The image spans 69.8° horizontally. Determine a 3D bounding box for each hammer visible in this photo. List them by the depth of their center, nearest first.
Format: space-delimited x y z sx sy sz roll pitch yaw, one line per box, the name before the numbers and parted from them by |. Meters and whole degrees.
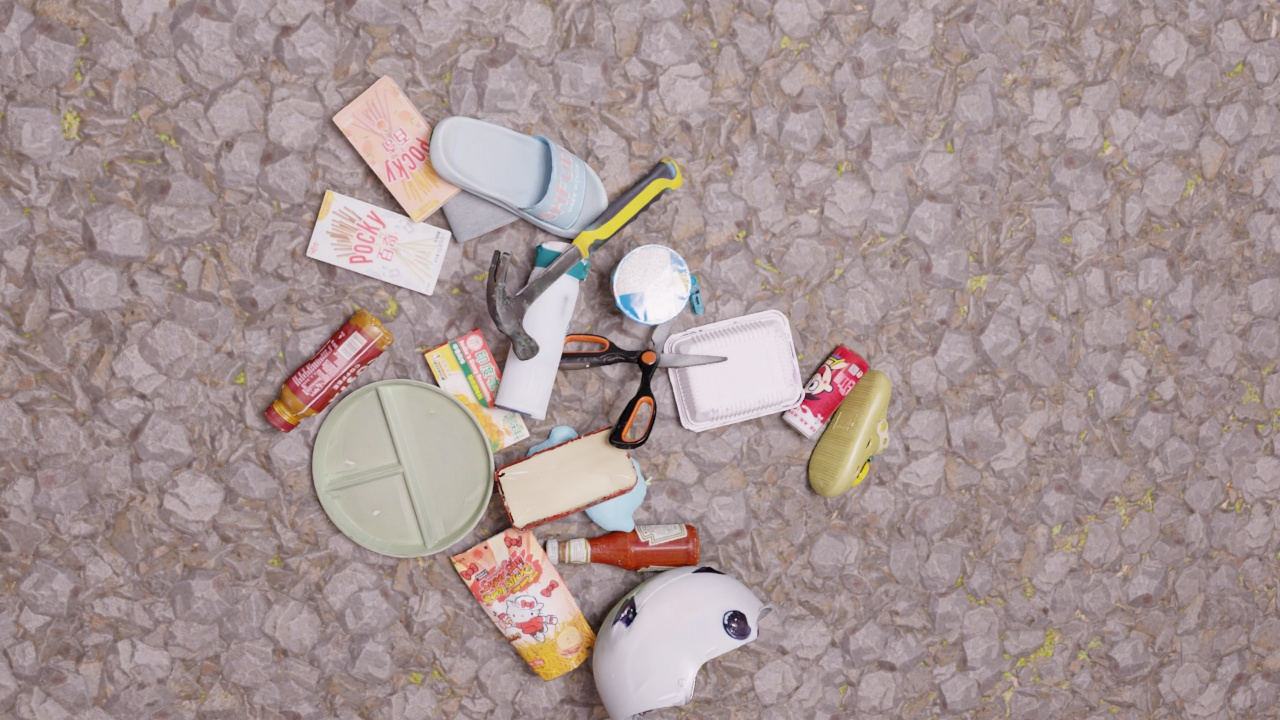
hammer | -0.062 -0.148 1.119 0.322 0.032 0.126 -45 128 -24

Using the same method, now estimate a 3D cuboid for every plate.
plate | -0.297 0.135 1.159 0.230 0.027 0.230 0 99 0

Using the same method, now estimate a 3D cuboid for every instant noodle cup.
instant noodle cup | 0.003 -0.098 1.161 0.099 0.110 0.099 -2 98 -12
instant noodle cup | 0.128 0.014 1.213 0.173 0.060 0.138 -14 92 -4

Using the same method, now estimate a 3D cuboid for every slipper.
slipper | -0.134 -0.226 1.101 0.245 0.074 0.104 17 79 -36
slipper | 0.307 0.108 1.269 0.081 0.092 0.190 25 90 -17

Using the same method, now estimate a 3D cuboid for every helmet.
helmet | 0.038 0.356 1.198 0.257 0.230 0.146 -32 74 -35

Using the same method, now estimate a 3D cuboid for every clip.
clip | 0.072 -0.088 1.224 0.014 0.046 0.057 -15 102 -10

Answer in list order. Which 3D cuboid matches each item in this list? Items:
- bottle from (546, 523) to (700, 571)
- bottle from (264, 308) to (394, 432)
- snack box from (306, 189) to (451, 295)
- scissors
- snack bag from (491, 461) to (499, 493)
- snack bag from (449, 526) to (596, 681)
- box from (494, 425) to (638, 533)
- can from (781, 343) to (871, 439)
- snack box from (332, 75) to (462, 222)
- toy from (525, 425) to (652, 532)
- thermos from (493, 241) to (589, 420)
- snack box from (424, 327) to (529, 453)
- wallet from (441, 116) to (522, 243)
bottle | -0.024 0.255 1.239 0.206 0.060 0.060 -1 99 -6
bottle | -0.384 0.015 1.127 0.175 0.057 0.057 -44 104 -2
snack box | -0.321 -0.144 1.131 0.156 0.027 0.085 18 95 -14
scissors | -0.007 0.008 1.173 0.221 0.022 0.229 15 63 16
snack bag | -0.235 0.166 1.197 0.104 0.026 0.048 -13 106 -9
snack bag | -0.150 0.319 1.216 0.129 0.073 0.208 -27 103 16
box | -0.092 0.151 1.154 0.168 0.078 0.091 -20 79 -8
can | 0.255 0.043 1.264 0.053 0.053 0.132 40 89 -14
snack box | -0.284 -0.252 1.099 0.084 0.026 0.157 -38 96 4
toy | -0.064 0.158 1.219 0.156 0.050 0.161 -15 90 -5
thermos | -0.122 -0.040 1.156 0.073 0.073 0.224 16 86 -14
snack box | -0.210 0.044 1.182 0.077 0.027 0.156 -26 103 -8
wallet | -0.204 -0.224 1.136 0.106 0.037 0.130 -24 101 -5
